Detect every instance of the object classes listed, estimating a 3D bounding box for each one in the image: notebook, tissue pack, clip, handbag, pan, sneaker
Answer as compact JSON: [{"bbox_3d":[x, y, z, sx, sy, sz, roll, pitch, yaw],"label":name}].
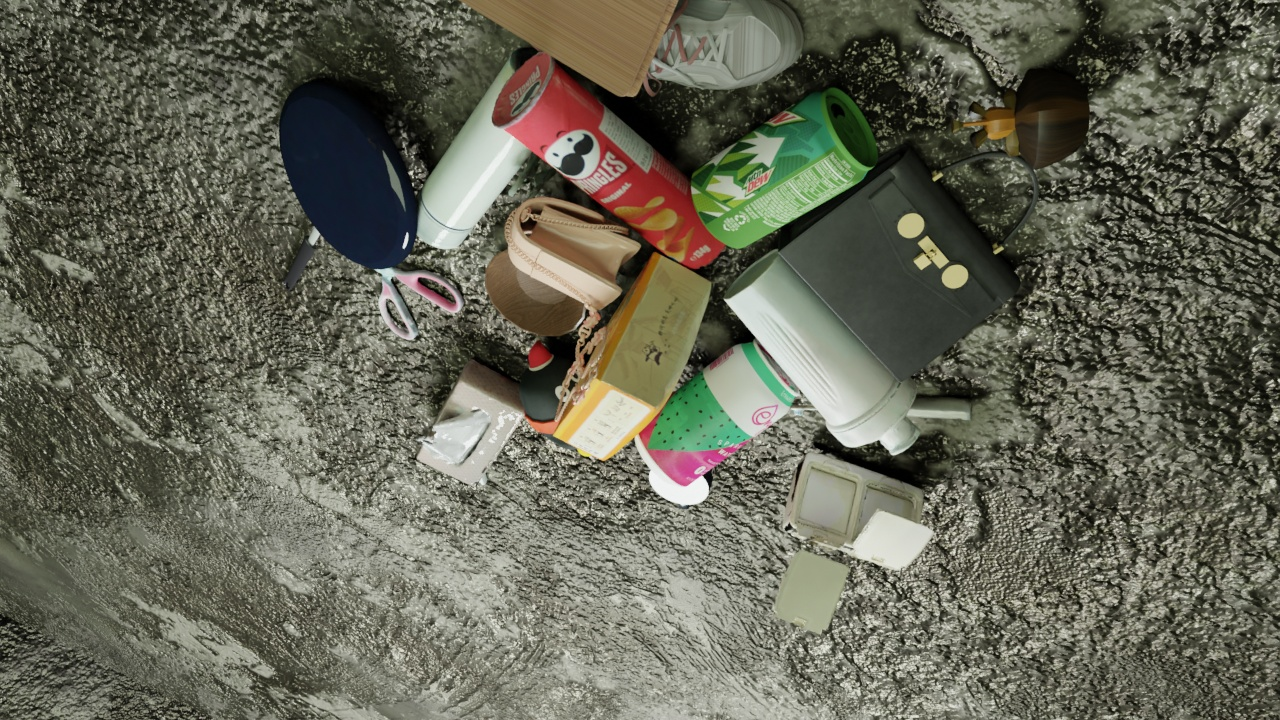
[{"bbox_3d":[-0.057,-0.321,0.679,0.210,0.022,0.169,35,117,15],"label":"notebook"},{"bbox_3d":[-0.219,0.088,1.157,0.104,0.071,0.182,27,134,-13],"label":"tissue pack"},{"bbox_3d":[-0.101,-0.174,0.870,0.047,0.076,0.023,35,134,-11],"label":"clip"},{"bbox_3d":[-0.089,-0.050,0.844,0.116,0.187,0.199,22,174,-9],"label":"handbag"},{"bbox_3d":[0.254,-0.106,0.804,0.196,0.072,0.176,-36,111,30],"label":"handbag"},{"bbox_3d":[-0.347,-0.155,1.002,0.199,0.021,0.358,53,140,-2],"label":"pan"},{"bbox_3d":[0.008,-0.258,0.737,0.236,0.089,0.099,13,134,12],"label":"sneaker"}]

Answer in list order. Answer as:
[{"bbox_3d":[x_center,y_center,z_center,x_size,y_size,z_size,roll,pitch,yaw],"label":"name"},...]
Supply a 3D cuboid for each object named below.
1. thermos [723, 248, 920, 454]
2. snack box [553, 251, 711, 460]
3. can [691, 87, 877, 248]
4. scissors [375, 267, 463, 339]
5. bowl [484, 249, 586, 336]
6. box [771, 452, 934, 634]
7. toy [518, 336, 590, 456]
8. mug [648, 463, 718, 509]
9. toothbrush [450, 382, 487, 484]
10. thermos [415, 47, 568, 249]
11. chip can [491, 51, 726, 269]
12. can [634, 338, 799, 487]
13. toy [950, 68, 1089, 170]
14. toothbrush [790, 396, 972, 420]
[{"bbox_3d":[0.181,-0.007,0.895,0.220,0.099,0.100,47,132,-10],"label":"thermos"},{"bbox_3d":[-0.005,0.005,0.908,0.080,0.144,0.196,27,155,-6],"label":"snack box"},{"bbox_3d":[0.120,-0.162,0.782,0.144,0.082,0.083,-27,116,38],"label":"can"},{"bbox_3d":[-0.293,-0.087,1.076,0.172,0.014,0.159,30,135,-5],"label":"scissors"},{"bbox_3d":[-0.109,-0.080,0.991,0.118,0.030,0.118,12,133,13],"label":"bowl"},{"bbox_3d":[0.227,0.194,0.967,0.143,0.193,0.101,17,156,0],"label":"box"},{"bbox_3d":[-0.091,0.040,1.047,0.100,0.097,0.119,6,143,43],"label":"toy"},{"bbox_3d":[0.056,0.128,1.078,0.071,0.077,0.105,9,133,15],"label":"mug"},{"bbox_3d":[-0.230,0.100,1.221,0.017,0.012,0.187,11,133,19],"label":"toothbrush"},{"bbox_3d":[-0.148,-0.196,0.878,0.068,0.067,0.231,38,135,-13],"label":"thermos"},{"bbox_3d":[-0.017,-0.165,0.801,0.073,0.073,0.233,-24,137,37],"label":"chip can"},{"bbox_3d":[0.078,0.056,0.961,0.166,0.088,0.088,-39,111,15],"label":"can"},{"bbox_3d":[0.290,-0.185,0.706,0.100,0.062,0.076,-4,93,8],"label":"toy"},{"bbox_3d":[0.249,0.050,0.964,0.186,0.022,0.024,-1,113,22],"label":"toothbrush"}]
